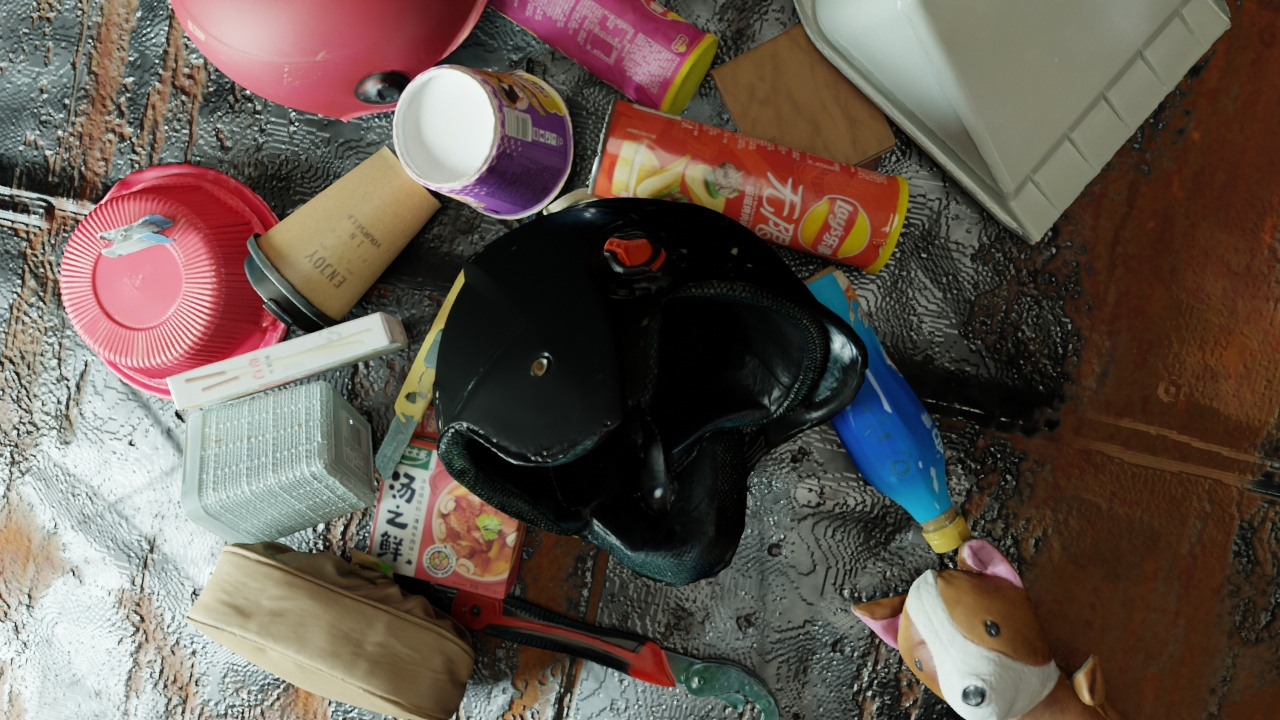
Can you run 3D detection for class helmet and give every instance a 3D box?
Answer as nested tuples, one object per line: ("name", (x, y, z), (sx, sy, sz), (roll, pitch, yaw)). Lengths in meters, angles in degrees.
("helmet", (-0.004, 0.004, 0.600), (0.275, 0.233, 0.230), (-23, 55, 8))
("helmet", (-0.228, -0.277, 0.623), (0.241, 0.143, 0.207), (-9, 93, 33))

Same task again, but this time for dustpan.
("dustpan", (0.241, -0.258, 0.656), (0.222, 0.142, 0.257), (-48, 116, -1))

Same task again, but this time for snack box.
("snack box", (-0.258, 0.000, 0.686), (0.156, 0.085, 0.027), (-18, 91, -6))
("snack box", (-0.143, 0.107, 0.714), (0.113, 0.044, 0.127), (12, 94, 6))

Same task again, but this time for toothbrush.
("toothbrush", (-0.081, -0.138, 0.710), (0.016, 0.014, 0.189), (-2, 94, -17))

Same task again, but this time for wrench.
("wrench", (-0.020, 0.233, 0.722), (0.273, 0.016, 0.056), (19, 95, 5))

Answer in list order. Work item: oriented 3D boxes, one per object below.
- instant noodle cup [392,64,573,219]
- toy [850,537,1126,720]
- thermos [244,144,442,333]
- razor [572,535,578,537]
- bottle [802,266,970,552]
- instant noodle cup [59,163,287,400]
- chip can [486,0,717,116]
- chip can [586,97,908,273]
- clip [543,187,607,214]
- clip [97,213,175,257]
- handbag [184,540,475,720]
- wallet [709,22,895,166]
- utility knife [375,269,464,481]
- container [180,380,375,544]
("instant noodle cup", (-0.117, -0.160, 0.660), (0.112, 0.099, 0.111), (2, 96, 21))
("toy", (0.252, 0.229, 0.644), (0.140, 0.130, 0.199), (-37, 80, 23))
("thermos", (-0.223, -0.092, 0.695), (0.143, 0.093, 0.093), (-42, 88, 0))
("razor", (0.004, 0.101, 0.705), (0.132, 0.028, 0.043), (-33, 66, 4))
("bottle", (0.169, 0.039, 0.664), (0.065, 0.065, 0.218), (-31, 89, 7))
("instant noodle cup", (-0.377, -0.062, 0.723), (0.194, 0.065, 0.194), (0, 93, 7))
("chip can", (-0.049, -0.260, 0.671), (0.210, 0.071, 0.071), (35, 96, 4))
("chip can", (0.075, -0.123, 0.646), (0.216, 0.073, 0.073), (15, 95, -4))
("clip", (-0.030, -0.114, 0.702), (0.103, 0.092, 0.035), (-31, 88, -28))
("clip", (-0.373, -0.092, 0.676), (0.058, 0.026, 0.038), (-16, 80, 15))
("handbag", (-0.219, 0.200, 0.686), (0.204, 0.148, 0.099), (22, 66, 4))
("wallet", (0.121, -0.188, 0.682), (0.101, 0.020, 0.115), (-27, 92, 8))
("utility knife", (-0.157, 0.000, 0.706), (0.031, 0.020, 0.196), (22, 84, 16))
("container", (-0.268, 0.078, 0.695), (0.111, 0.090, 0.089), (-16, 57, 4))
